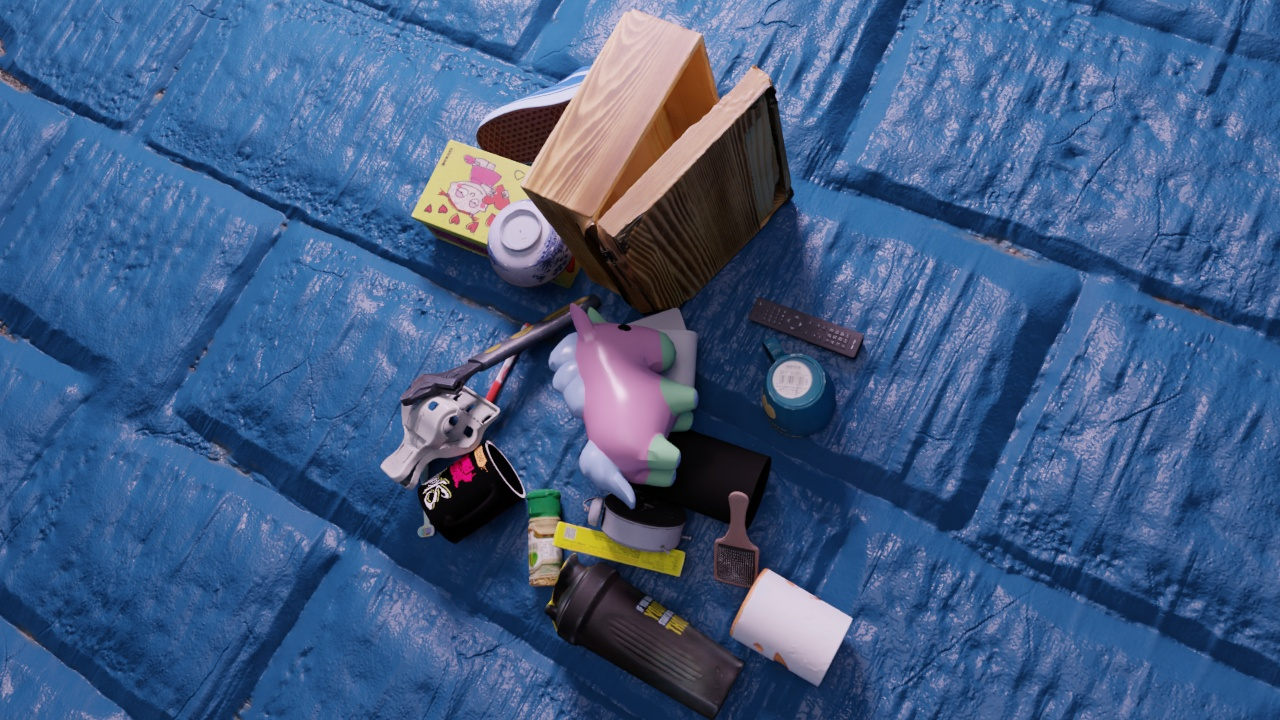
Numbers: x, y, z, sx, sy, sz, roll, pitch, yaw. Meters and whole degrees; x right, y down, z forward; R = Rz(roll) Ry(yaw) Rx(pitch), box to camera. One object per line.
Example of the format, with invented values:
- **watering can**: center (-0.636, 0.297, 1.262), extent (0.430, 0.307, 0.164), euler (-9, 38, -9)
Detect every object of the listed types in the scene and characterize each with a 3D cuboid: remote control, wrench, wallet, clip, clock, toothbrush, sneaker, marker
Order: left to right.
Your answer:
- **toothbrush**: center (-0.272, 0.143, 1.150), extent (0.022, 0.015, 0.154), euler (-10, 72, 8)
- **clip**: center (-0.258, 0.078, 1.100), extent (0.152, 0.101, 0.126), euler (-37, 29, -19)
- **marker**: center (-0.174, 0.016, 1.165), extent (0.013, 0.013, 0.142), euler (23, 81, 18)
- **wrench**: center (-0.167, -0.012, 1.122), extent (0.272, 0.022, 0.073), euler (-30, 27, -18)
- **sneaker**: center (-0.102, -0.338, 1.230), extent (0.241, 0.083, 0.098), euler (-16, 37, 14)
- **clock**: center (-0.008, 0.178, 1.038), extent (0.123, 0.094, 0.035), euler (17, 102, 24)
- **wallet**: center (0.007, -0.007, 1.086), extent (0.118, 0.037, 0.115), euler (2, 75, 10)
- **remote control**: center (0.196, -0.038, 1.093), extent (0.136, 0.015, 0.032), euler (22, 80, 20)

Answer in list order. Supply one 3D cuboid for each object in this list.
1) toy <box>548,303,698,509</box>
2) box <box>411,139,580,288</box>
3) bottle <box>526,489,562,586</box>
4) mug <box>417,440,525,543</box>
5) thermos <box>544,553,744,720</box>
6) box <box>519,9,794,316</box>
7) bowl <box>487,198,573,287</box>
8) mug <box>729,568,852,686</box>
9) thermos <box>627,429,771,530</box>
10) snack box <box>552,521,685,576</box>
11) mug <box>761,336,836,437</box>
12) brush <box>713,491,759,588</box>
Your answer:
- **toy**: center (-0.027, 0.047, 0.989), extent (0.171, 0.120, 0.221), euler (17, 58, 5)
- **box**: center (-0.168, -0.189, 1.188), extent (0.221, 0.079, 0.124), euler (24, 80, 19)
- **bottle**: center (-0.113, 0.209, 1.081), extent (0.043, 0.043, 0.111), euler (-6, 74, 11)
- **mug**: center (-0.198, 0.162, 1.077), extent (0.098, 0.118, 0.082), euler (-34, 109, 2)
- **thermos**: center (0.001, 0.304, 1.005), extent (0.221, 0.098, 0.098), euler (29, 82, 13)
- **box**: center (0.029, -0.188, 1.036), extent (0.192, 0.279, 0.251), euler (30, 83, 18)
- **bowl**: center (-0.138, -0.149, 1.108), extent (0.114, 0.045, 0.114), euler (-3, 74, 11)
- **mug**: center (0.159, 0.283, 0.974), extent (0.105, 0.082, 0.082), euler (27, 82, 18)
- **thermos**: center (0.040, 0.119, 1.047), extent (0.199, 0.086, 0.086), euler (18, 79, 17)
- **snack box**: center (-0.025, 0.214, 1.042), extent (0.148, 0.040, 0.029), euler (13, 77, 2)
- **mug**: center (0.170, 0.024, 1.034), extent (0.084, 0.104, 0.112), euler (-29, 71, 3)
- **brush**: center (0.104, 0.198, 0.996), extent (0.050, 0.136, 0.015), euler (9, 35, 16)
